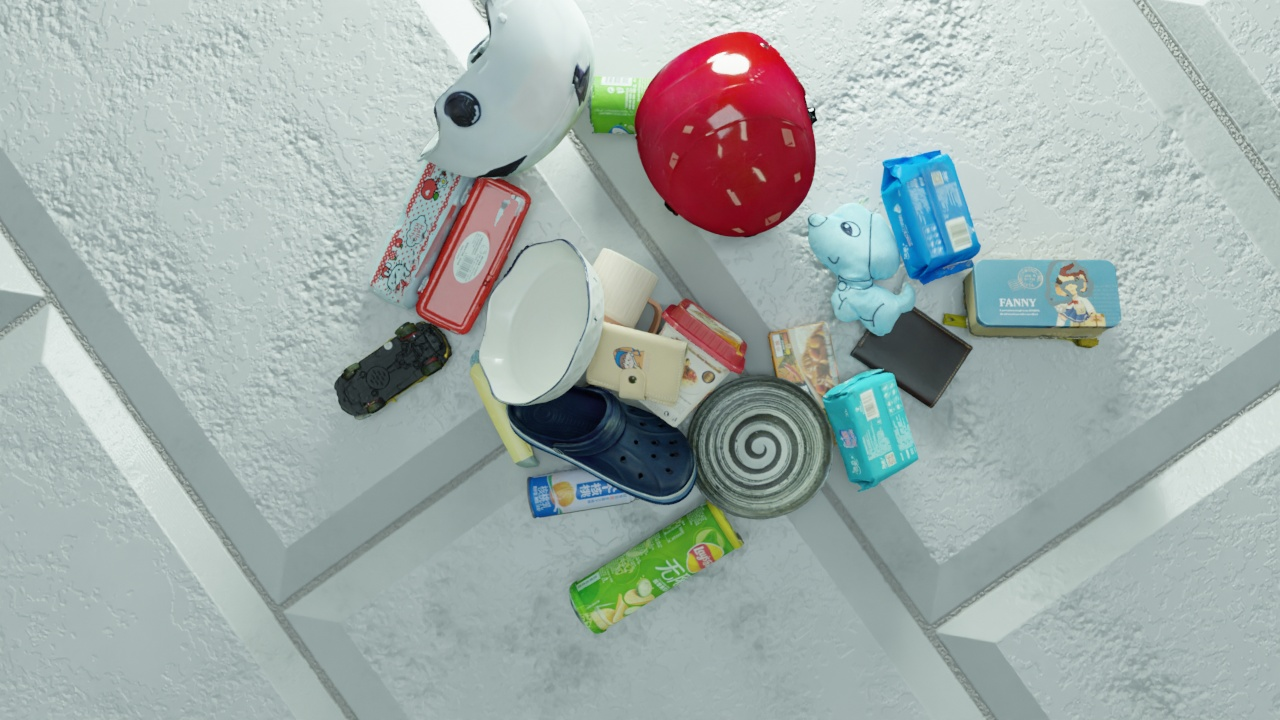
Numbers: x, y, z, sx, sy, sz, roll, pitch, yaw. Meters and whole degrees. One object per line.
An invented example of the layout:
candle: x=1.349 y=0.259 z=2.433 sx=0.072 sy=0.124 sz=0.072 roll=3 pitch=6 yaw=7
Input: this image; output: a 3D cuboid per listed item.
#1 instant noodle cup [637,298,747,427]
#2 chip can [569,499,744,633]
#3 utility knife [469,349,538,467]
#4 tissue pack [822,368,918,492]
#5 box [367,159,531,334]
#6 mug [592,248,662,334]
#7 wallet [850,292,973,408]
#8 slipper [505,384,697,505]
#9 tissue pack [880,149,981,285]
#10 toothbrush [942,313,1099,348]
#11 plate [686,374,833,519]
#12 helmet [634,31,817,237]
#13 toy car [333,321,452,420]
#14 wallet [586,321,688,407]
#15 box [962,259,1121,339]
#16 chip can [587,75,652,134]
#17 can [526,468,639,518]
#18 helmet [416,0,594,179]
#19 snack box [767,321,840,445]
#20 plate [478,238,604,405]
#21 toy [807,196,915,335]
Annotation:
instant noodle cup: x=0.053 y=0.005 z=1.112 sx=0.116 sy=0.116 sz=0.124 roll=37 pitch=104 yaw=1
chip can: x=0.016 y=0.254 z=1.130 sx=0.221 sy=0.072 sz=0.072 roll=-32 pitch=90 yaw=2
utility knife: x=-0.177 y=0.063 z=1.161 sx=0.031 sy=0.018 sz=0.167 roll=-27 pitch=91 yaw=-2
tissue pack: x=0.279 y=0.084 z=1.111 sx=0.093 sy=0.050 sz=0.133 roll=-19 pitch=92 yaw=-34
box: x=-0.241 y=-0.148 z=1.145 sx=0.161 sy=0.059 sz=0.201 roll=26 pitch=91 yaw=5
mug: x=-0.024 y=-0.066 z=1.129 sx=0.114 sy=0.082 sz=0.106 roll=28 pitch=90 yaw=-26
wallet: x=0.338 y=-0.013 z=1.143 sx=0.122 sy=0.020 sz=0.096 roll=34 pitch=87 yaw=2
slipper: x=-0.045 y=0.080 z=1.098 sx=0.253 sy=0.095 sz=0.104 roll=22 pitch=62 yaw=16
tissue pack: x=0.349 y=-0.176 z=1.113 sx=0.094 sy=0.052 sz=0.157 roll=-18 pitch=91 yaw=-21
toothbrush: x=0.472 y=-0.037 z=1.138 sx=0.190 sy=0.016 sz=0.015 roll=9 pitch=90 yaw=2
plate: x=0.143 y=0.106 z=1.116 sx=0.179 sy=0.024 sz=0.179 roll=-4 pitch=72 yaw=11
helmet: x=0.105 y=-0.231 z=1.042 sx=0.207 sy=0.143 sz=0.240 roll=-29 pitch=118 yaw=19
toy car: x=-0.312 y=0.011 z=1.152 sx=0.156 sy=0.041 sz=0.071 roll=-35 pitch=90 yaw=0
wallet: x=-0.006 y=0.006 z=1.063 sx=0.115 sy=0.024 sz=0.087 roll=14 pitch=114 yaw=13
box: x=0.475 y=-0.074 z=1.108 sx=0.184 sy=0.062 sz=0.089 roll=-1 pitch=75 yaw=-1
chip can: x=0.056 y=-0.308 z=1.120 sx=0.236 sy=0.072 sz=0.072 roll=3 pitch=91 yaw=2
can: x=-0.071 y=0.160 z=1.141 sx=0.134 sy=0.053 sz=0.053 roll=-9 pitch=90 yaw=2
helmet: x=-0.141 y=-0.311 z=1.064 sx=0.146 sy=0.228 sz=0.259 roll=28 pitch=113 yaw=-15
snack box: x=0.210 y=0.033 z=1.143 sx=0.075 sy=0.026 sz=0.153 roll=-11 pitch=91 yaw=2
plate: x=-0.115 y=-0.042 z=1.088 sx=0.045 sy=0.205 sz=0.205 roll=20 pitch=92 yaw=-40
toy: x=0.270 y=-0.121 z=1.125 sx=0.161 sy=0.050 sz=0.156 roll=20 pitch=82 yaw=-5
